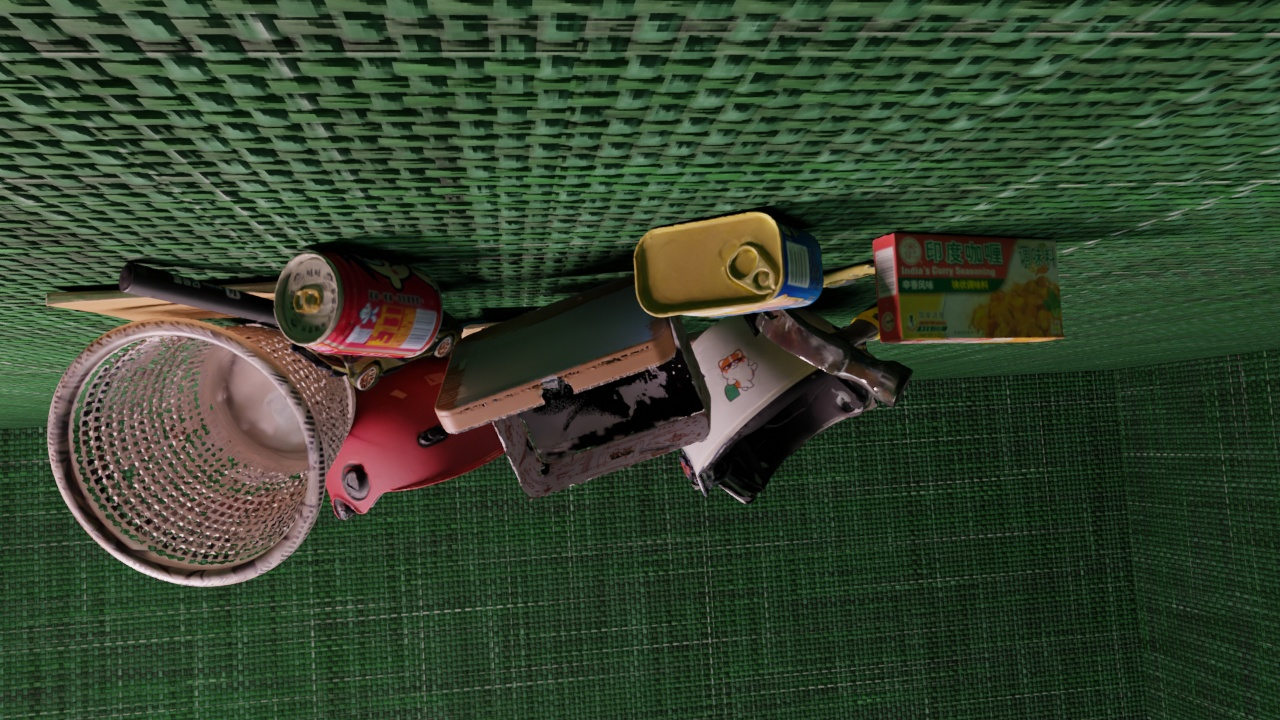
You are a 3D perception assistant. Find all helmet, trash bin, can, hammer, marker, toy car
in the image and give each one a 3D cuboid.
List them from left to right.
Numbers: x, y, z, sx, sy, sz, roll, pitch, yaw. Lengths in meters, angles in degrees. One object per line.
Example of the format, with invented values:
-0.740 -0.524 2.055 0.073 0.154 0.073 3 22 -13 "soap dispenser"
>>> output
-0.294 -0.041 0.641 0.020 0.022 0.132 33 -171 36 "marker"
-0.358 0.056 0.818 0.227 0.227 0.192 -4 -166 4 "trash bin"
-0.187 -0.037 0.614 0.067 0.066 0.093 -6 175 29 "can"
-0.200 -0.023 0.712 0.070 0.042 0.157 31 -154 16 "toy car"
-0.251 0.064 0.992 0.241 0.144 0.206 -17 -170 46 "helmet"
0.060 -0.059 0.600 0.102 0.057 0.083 -6 177 30 "can"
0.123 0.026 0.978 0.230 0.157 0.274 -41 155 8 "helmet"
0.194 -0.032 0.780 0.126 0.032 0.322 29 -159 20 "hammer"

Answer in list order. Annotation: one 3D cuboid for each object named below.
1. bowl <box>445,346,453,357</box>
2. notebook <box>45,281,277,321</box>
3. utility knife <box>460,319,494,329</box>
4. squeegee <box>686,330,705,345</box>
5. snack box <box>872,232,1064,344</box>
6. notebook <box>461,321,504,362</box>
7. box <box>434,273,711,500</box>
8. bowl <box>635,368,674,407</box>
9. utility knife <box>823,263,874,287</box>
-0.212 0.014 1.135 0.118 0.118 0.065 -2 137 -17 "bowl"
-0.327 -0.047 0.738 0.211 0.012 0.149 -3 177 -4 "notebook"
-0.137 -0.027 1.046 0.034 0.018 0.204 -13 171 22 "utility knife"
0.074 -0.018 1.083 0.249 0.040 0.248 -15 153 -34 "squeegee"
0.244 -0.052 0.678 0.155 0.077 0.027 -1 175 -23 "snack box"
-0.124 -0.023 0.991 0.147 0.008 0.208 -7 172 -15 "notebook"
-0.042 0.029 0.726 0.183 0.157 0.193 -20 -164 10 "box"
-0.015 0.006 1.125 0.116 0.066 0.117 -26 145 -20 "bowl"
0.171 -0.073 0.784 0.030 0.021 0.207 -8 173 -28 "utility knife"
